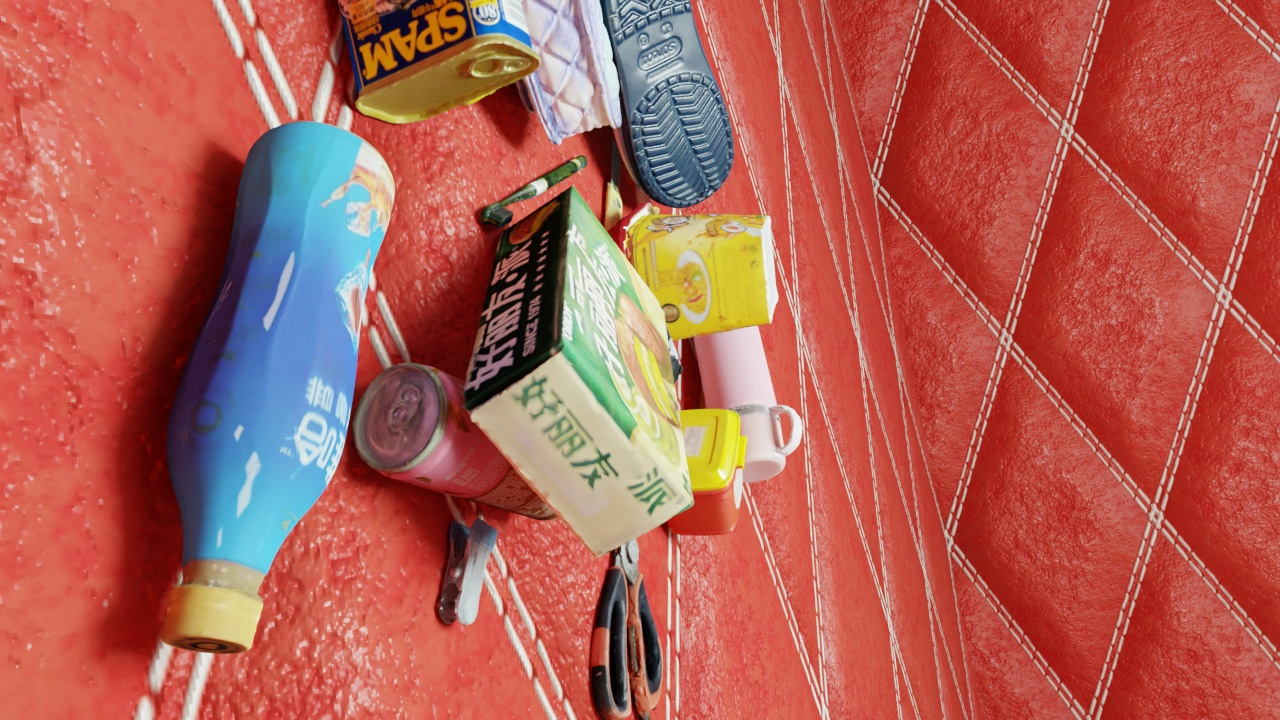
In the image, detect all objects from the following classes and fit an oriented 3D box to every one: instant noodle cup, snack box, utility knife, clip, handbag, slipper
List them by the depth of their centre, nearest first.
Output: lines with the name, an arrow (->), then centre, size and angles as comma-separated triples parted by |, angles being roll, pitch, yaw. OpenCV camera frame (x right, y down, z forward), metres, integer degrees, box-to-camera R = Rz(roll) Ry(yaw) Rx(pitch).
clip -> -0.094, 0.114, 0.495 | 0.026, 0.041, 0.058 | 54, 37, -48
snack box -> -0.034, -0.007, 0.536 | 0.114, 0.063, 0.239 | 53, 15, -24
handbag -> -0.069, -0.251, 0.615 | 0.194, 0.075, 0.134 | 72, 6, -54
instant noodle cup -> 0.045, -0.070, 0.750 | 0.116, 0.124, 0.116 | -58, 142, -66
snack box -> 0.051, 0.095, 0.768 | 0.091, 0.082, 0.080 | -74, 154, -49
utility knife -> -0.025, -0.108, 0.782 | 0.031, 0.021, 0.198 | 54, 27, -55
slipper -> 0.002, -0.242, 0.786 | 0.095, 0.105, 0.253 | 40, -21, 45

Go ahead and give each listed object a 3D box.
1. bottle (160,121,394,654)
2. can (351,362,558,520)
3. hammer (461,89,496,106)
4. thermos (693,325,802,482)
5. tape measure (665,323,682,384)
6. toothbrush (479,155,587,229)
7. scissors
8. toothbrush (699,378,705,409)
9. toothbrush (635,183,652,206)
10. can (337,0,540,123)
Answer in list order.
bottle -> -0.148, 0.003, 0.368 | 0.065, 0.065, 0.218 | 46, 38, -51
can -> -0.085, 0.048, 0.499 | 0.147, 0.058, 0.057 | 35, 47, -58
hammer -> -0.159, -0.311, 0.538 | 0.323, 0.032, 0.125 | 67, 31, -25
thermos -> 0.098, 0.013, 0.871 | 0.067, 0.087, 0.198 | 24, 44, -39
tape measure -> -0.004, 0.004, 0.699 | 0.066, 0.066, 0.033 | 66, 30, -20
toothbrush -> -0.071, -0.126, 0.673 | 0.185, 0.017, 0.012 | -54, 166, -61
scissors -> -0.005, 0.163, 0.683 | 0.197, 0.015, 0.204 | 69, 24, -17
toothbrush -> 0.072, 0.003, 0.937 | 0.016, 0.018, 0.190 | 41, 40, -29
toothbrush -> 0.003, -0.139, 0.853 | 0.029, 0.021, 0.189 | -16, 96, -29
can -> -0.114, -0.188, 0.500 | 0.057, 0.102, 0.083 | -7, 82, -67
